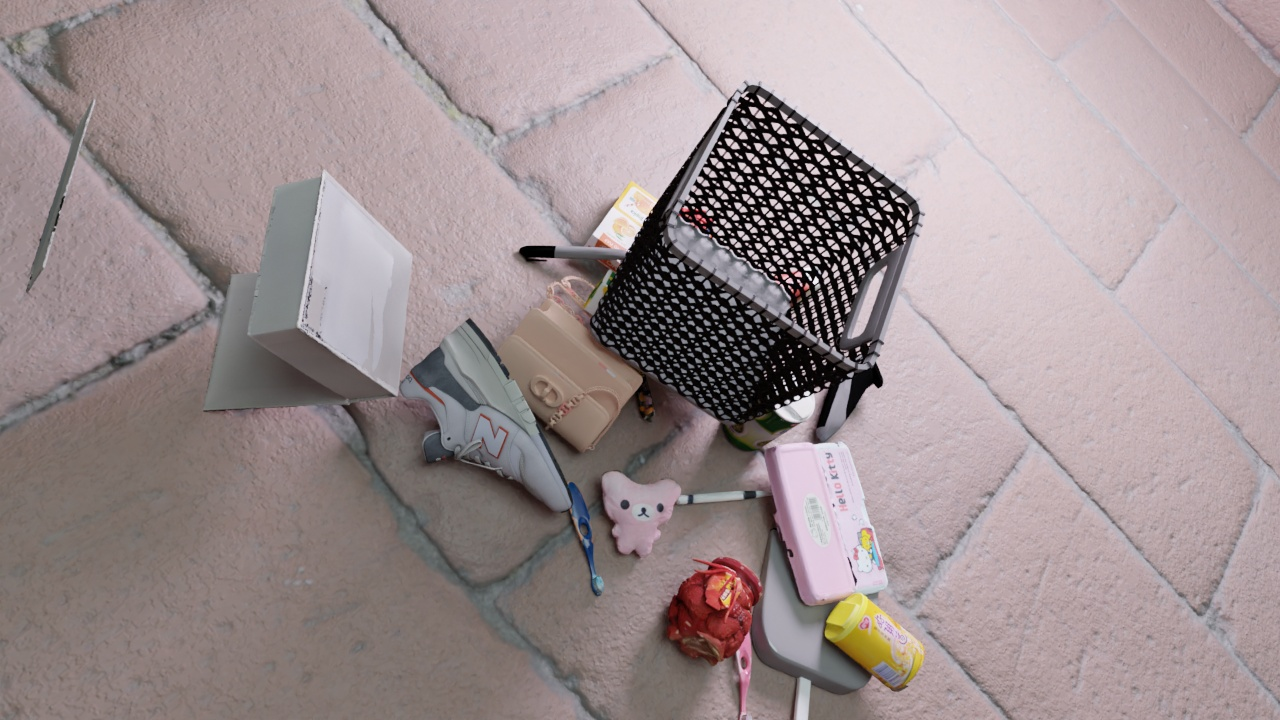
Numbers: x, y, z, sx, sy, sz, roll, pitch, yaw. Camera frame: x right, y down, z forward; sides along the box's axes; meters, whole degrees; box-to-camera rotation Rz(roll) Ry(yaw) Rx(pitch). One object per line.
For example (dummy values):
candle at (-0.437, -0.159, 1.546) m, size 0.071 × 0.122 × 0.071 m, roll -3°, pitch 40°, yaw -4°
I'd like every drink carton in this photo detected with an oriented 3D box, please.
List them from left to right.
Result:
drink carton at (-0.023, -0.176, 1.228) m, size 0.058 × 0.040 × 0.122 m, roll 35°, pitch 57°, yaw -7°
drink carton at (-0.005, -0.052, 1.123) m, size 0.122 × 0.041 × 0.058 m, roll 36°, pitch 23°, yaw -8°

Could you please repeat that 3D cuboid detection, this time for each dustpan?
dustpan at (0.206, 0.347, 1.100) m, size 0.163 × 0.033 × 0.256 m, roll 26°, pitch 49°, yaw -13°

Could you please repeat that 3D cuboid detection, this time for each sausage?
sausage at (-0.007, 0.007, 1.162) m, size 0.020 × 0.020 × 0.155 m, roll -6°, pitch 70°, yaw -28°

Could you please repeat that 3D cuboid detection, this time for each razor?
razor at (0.280, 0.050, 1.262) m, size 0.060 × 0.057 × 0.155 m, roll 33°, pitch 61°, yaw 26°

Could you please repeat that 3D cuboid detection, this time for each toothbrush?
toothbrush at (-0.063, 0.201, 1.045) m, size 0.021 × 0.017 × 0.135 m, roll -6°, pitch 70°, yaw -30°
toothbrush at (0.128, 0.168, 1.152) m, size 0.186 × 0.017 × 0.012 m, roll 0°, pitch 67°, yaw -26°
toothbrush at (0.118, 0.358, 1.058) m, size 0.021 × 0.016 × 0.134 m, roll 11°, pitch 63°, yaw -23°

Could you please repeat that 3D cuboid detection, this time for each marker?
marker at (-0.085, -0.135, 1.172) m, size 0.138 × 0.016 × 0.022 m, roll 3°, pitch 93°, yaw -3°

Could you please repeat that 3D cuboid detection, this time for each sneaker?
sneaker at (-0.177, 0.083, 1.010) m, size 0.124 × 0.089 × 0.240 m, roll -28°, pitch 97°, yaw -8°

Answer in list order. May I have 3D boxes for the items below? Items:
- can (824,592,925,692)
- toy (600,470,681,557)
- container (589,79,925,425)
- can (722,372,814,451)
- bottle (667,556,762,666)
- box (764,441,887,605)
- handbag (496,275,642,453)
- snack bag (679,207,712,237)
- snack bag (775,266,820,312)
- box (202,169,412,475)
can at (0.276, 0.331, 1.083) m, size 0.105 × 0.068 × 0.067 m, roll 40°, pitch 56°, yaw -1°
toy at (-0.003, 0.179, 1.065) m, size 0.099 × 0.053 × 0.095 m, roll 11°, pitch 75°, yaw -17°
container at (0.115, -0.098, 1.013) m, size 0.245 × 0.244 × 0.246 m, roll 33°, pitch 59°, yaw -10°
can at (0.160, 0.066, 1.153) m, size 0.067 × 0.121 × 0.067 m, roll 11°, pitch 62°, yaw -21°
bottle at (0.083, 0.278, 1.032) m, size 0.099 × 0.099 × 0.110 m, roll 46°, pitch 51°, yaw 1°
box at (0.240, 0.199, 1.160) m, size 0.153 × 0.041 × 0.201 m, roll -3°, pitch 70°, yaw -30°
handbag at (-0.068, 0.013, 1.115) m, size 0.199 × 0.117 × 0.186 m, roll 40°, pitch 23°, yaw 1°
snack bag at (0.038, -0.129, 1.199) m, size 0.082 × 0.082 × 0.176 m, roll 26°, pitch 71°, yaw -13°
snack bag at (0.149, -0.075, 1.227) m, size 0.224 × 0.078 × 0.041 m, roll -16°, pitch 69°, yaw -36°
box at (-0.372, -0.014, 0.992) m, size 0.164 × 0.448 × 0.166 m, roll 16°, pitch 61°, yaw -30°
